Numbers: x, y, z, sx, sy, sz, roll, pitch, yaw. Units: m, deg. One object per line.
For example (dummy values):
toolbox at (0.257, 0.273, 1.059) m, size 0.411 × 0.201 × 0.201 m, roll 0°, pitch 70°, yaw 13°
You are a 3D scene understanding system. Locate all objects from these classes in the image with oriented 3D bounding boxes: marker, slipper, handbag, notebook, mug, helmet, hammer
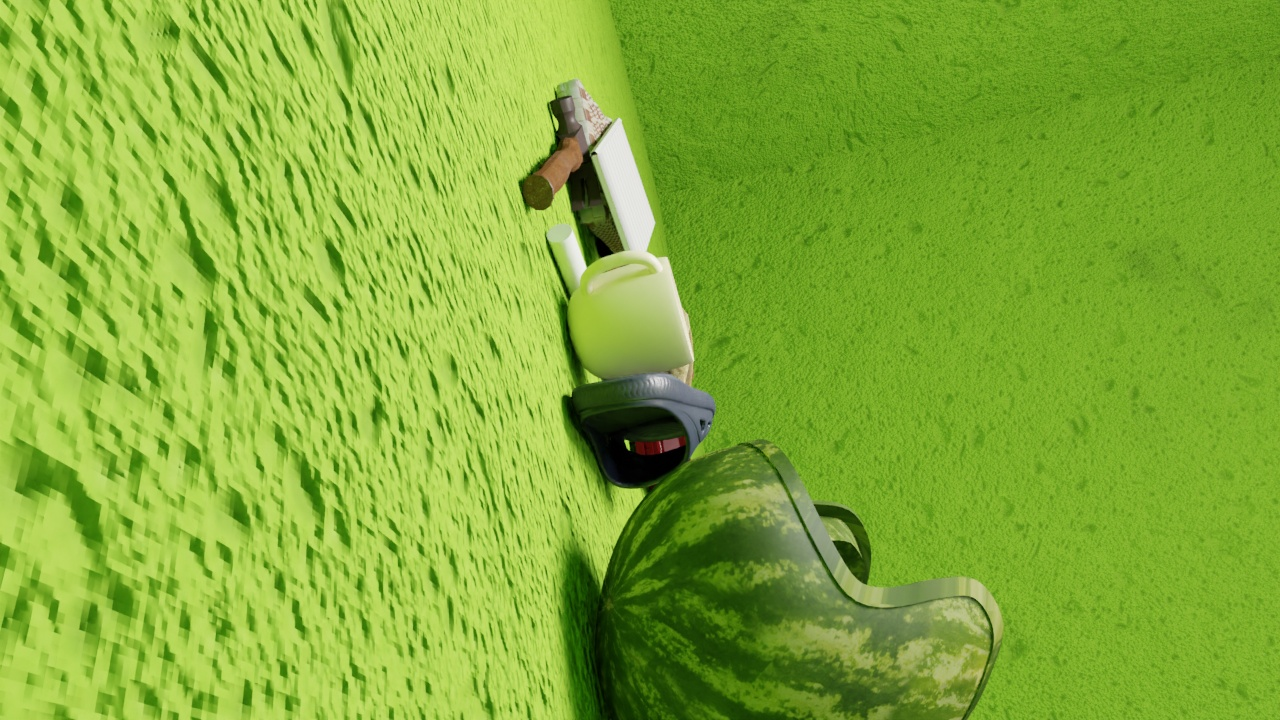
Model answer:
marker at (-0.055, -0.071, 0.840) m, size 0.023 × 0.027 × 0.133 m, roll -62°, pitch 154°, yaw -28°
slipper at (0.011, 0.068, 0.817) m, size 0.268 × 0.111 × 0.083 m, roll 44°, pitch 37°, yaw -75°
handbag at (-0.056, -0.225, 1.092) m, size 0.124 × 0.047 × 0.185 m, roll 36°, pitch 42°, yaw -70°
notebook at (-0.017, -0.200, 1.087) m, size 0.209 × 0.009 × 0.143 m, roll -76°, pitch 149°, yaw -65°
mug at (-0.016, -0.041, 0.800) m, size 0.096 × 0.100 × 0.120 m, roll -98°, pitch 172°, yaw -50°
helmet at (0.086, 0.190, 0.635) m, size 0.243 × 0.247 × 0.213 m, roll -63°, pitch -159°, yaw 2°
hammer at (-0.075, -0.183, 0.869) m, size 0.322 × 0.033 × 0.115 m, roll -85°, pitch 161°, yaw -71°

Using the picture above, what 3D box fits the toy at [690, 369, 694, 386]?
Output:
toy at (0.040, 0.024, 1.356) m, size 0.112 × 0.067 × 0.087 m, roll 41°, pitch 63°, yaw -21°

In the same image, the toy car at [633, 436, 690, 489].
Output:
toy car at (0.031, 0.128, 1.144) m, size 0.170 × 0.062 × 0.070 m, roll 69°, pitch 11°, yaw -62°

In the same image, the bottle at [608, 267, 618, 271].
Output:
bottle at (-0.024, -0.092, 1.176) m, size 0.118 × 0.036 × 0.036 m, roll -92°, pitch 169°, yaw -61°

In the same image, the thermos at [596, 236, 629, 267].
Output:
thermos at (-0.023, -0.183, 1.260) m, size 0.231 × 0.061 × 0.061 m, roll -87°, pitch 164°, yaw -71°

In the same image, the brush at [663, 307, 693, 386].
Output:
brush at (0.039, 0.008, 1.203) m, size 0.043 × 0.059 × 0.195 m, roll 84°, pitch 12°, yaw -56°
